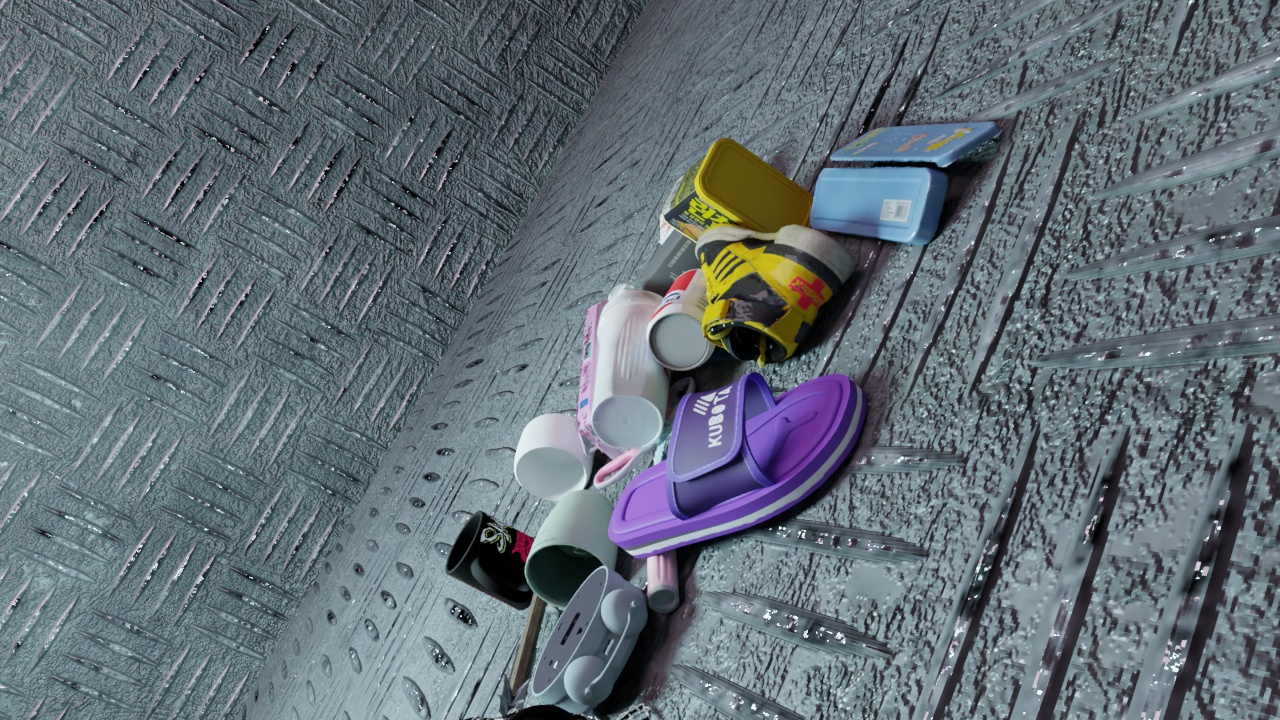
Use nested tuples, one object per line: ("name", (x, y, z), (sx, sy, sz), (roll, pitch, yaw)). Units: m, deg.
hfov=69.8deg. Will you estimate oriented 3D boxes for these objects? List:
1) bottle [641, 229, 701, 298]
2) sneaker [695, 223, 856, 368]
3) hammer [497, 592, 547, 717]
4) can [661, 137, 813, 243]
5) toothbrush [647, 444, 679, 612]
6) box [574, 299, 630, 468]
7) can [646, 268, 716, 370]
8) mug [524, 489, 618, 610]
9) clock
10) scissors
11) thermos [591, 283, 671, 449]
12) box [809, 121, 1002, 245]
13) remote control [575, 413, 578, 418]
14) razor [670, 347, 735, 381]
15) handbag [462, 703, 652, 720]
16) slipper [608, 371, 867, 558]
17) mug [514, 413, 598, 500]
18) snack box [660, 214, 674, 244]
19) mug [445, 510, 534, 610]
("bottle", (0.050, -0.097, 1.081), (0.174, 0.083, 0.046), (-50, 19, 27))
("sneaker", (0.098, -0.062, 0.876), (0.122, 0.086, 0.239), (-56, 20, -7))
("hammer", (-0.110, 0.269, 0.958), (0.316, 0.028, 0.147), (-79, 2, -58))
("can", (0.101, -0.158, 0.968), (0.072, 0.130, 0.101), (-64, 16, -20))
("toothbrush", (0.019, 0.145, 0.849), (0.027, 0.026, 0.222), (-32, 24, 17))
("box", (-0.047, 0.029, 1.087), (0.071, 0.084, 0.229), (-34, 31, 25))
("can", (0.053, -0.044, 0.956), (0.070, 0.070, 0.131), (-49, 5, 27))
("mug", (-0.065, 0.196, 0.922), (0.103, 0.084, 0.111), (-74, -6, -63))
("clock", (-0.040, 0.240, 0.781), (0.122, 0.045, 0.160), (-60, 9, -19))
("scissors", (0.018, 0.072, 0.946), (0.171, 0.013, 0.176), (-37, 15, 34))
("thermos", (-0.006, 0.006, 0.988), (0.100, 0.099, 0.220), (-49, 18, 28))
("box", (0.217, -0.164, 0.807), (0.125, 0.043, 0.209), (-58, 19, 3))
("remote control", (-0.072, 0.073, 1.237), (0.146, 0.015, 0.033), (-61, 17, -9))
("razor", (0.070, -0.004, 0.973), (0.042, 0.022, 0.144), (-64, 19, -16))
("handbag", (-0.077, 0.294, 0.691), (0.154, 0.125, 0.114), (-34, 29, 54))
("slipper", (0.047, 0.076, 0.737), (0.267, 0.084, 0.107), (-33, 26, 42))
("mug", (-0.095, 0.112, 1.114), (0.116, 0.094, 0.068), (-25, 29, 21))
("snack box", (0.081, -0.176, 1.134), (0.093, 0.079, 0.094), (-50, 20, 26))
("mug", (-0.163, 0.239, 1.062), (0.082, 0.098, 0.118), (-56, 17, 6))
